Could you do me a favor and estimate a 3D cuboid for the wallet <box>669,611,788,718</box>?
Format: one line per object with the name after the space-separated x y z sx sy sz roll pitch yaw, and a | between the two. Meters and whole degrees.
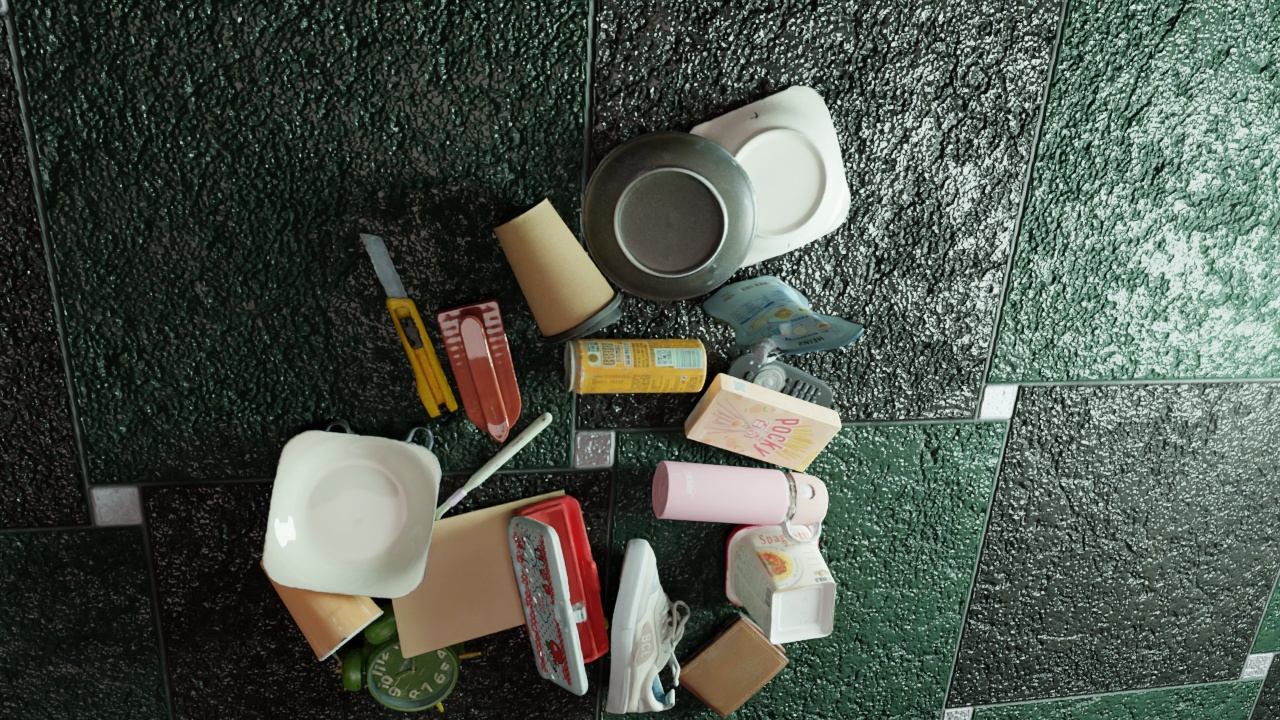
0.114 0.387 1.170 0.124 0.032 0.101 -43 111 6 | wallet

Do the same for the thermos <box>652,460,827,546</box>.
0.116 0.165 1.053 0.198 0.087 0.067 8 153 -15 | thermos

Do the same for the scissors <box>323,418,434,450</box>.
-0.287 0.131 0.988 0.159 0.014 0.181 40 99 -22 | scissors

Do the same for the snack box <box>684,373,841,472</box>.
0.138 0.072 1.037 0.157 0.026 0.085 18 128 -17 | snack box

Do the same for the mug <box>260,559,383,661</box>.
-0.341 0.244 0.971 0.078 0.078 0.123 -39 86 4 | mug

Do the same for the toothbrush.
-0.170 0.121 1.007 0.189 0.029 0.020 -40 156 4 | toothbrush

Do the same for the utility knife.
-0.235 -0.028 0.935 0.033 0.015 0.223 -21 114 -7 | utility knife

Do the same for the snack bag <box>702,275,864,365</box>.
0.136 -0.041 0.915 0.110 0.191 0.039 -7 111 -10 | snack bag

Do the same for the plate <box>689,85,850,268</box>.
0.136 -0.184 0.945 0.164 0.034 0.164 -24 114 -3 | plate

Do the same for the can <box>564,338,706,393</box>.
-0.006 0.006 0.976 0.146 0.058 0.058 0 111 -12 | can

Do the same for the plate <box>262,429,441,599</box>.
-0.296 0.157 0.950 0.163 0.034 0.164 10 87 -14 | plate

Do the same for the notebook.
-0.174 0.236 1.025 0.207 0.008 0.148 -11 102 -19 | notebook

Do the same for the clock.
-0.275 0.338 1.050 0.161 0.056 0.116 28 102 -21 | clock

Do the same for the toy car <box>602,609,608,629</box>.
-0.084 0.303 1.091 0.105 0.032 0.048 39 99 -21 | toy car

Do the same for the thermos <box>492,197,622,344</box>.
-0.083 -0.085 0.911 0.093 0.093 0.143 -29 106 0 | thermos

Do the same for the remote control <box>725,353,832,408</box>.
0.155 0.027 1.037 0.136 0.024 0.053 22 111 -20 | remote control

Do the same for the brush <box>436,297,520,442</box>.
-0.160 0.012 0.938 0.063 0.069 0.146 -13 113 -6 | brush

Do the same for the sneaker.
0.012 0.323 1.085 0.091 0.089 0.243 5 115 2 | sneaker

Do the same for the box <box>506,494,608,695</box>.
-0.084 0.259 1.004 0.095 0.101 0.201 -15 104 -18 | box

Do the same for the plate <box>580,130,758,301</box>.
0.029 -0.140 0.923 0.179 0.024 0.180 1 115 1 | plate

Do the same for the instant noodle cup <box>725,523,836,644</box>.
0.168 0.261 1.079 0.116 0.124 0.117 -5 112 -10 | instant noodle cup
